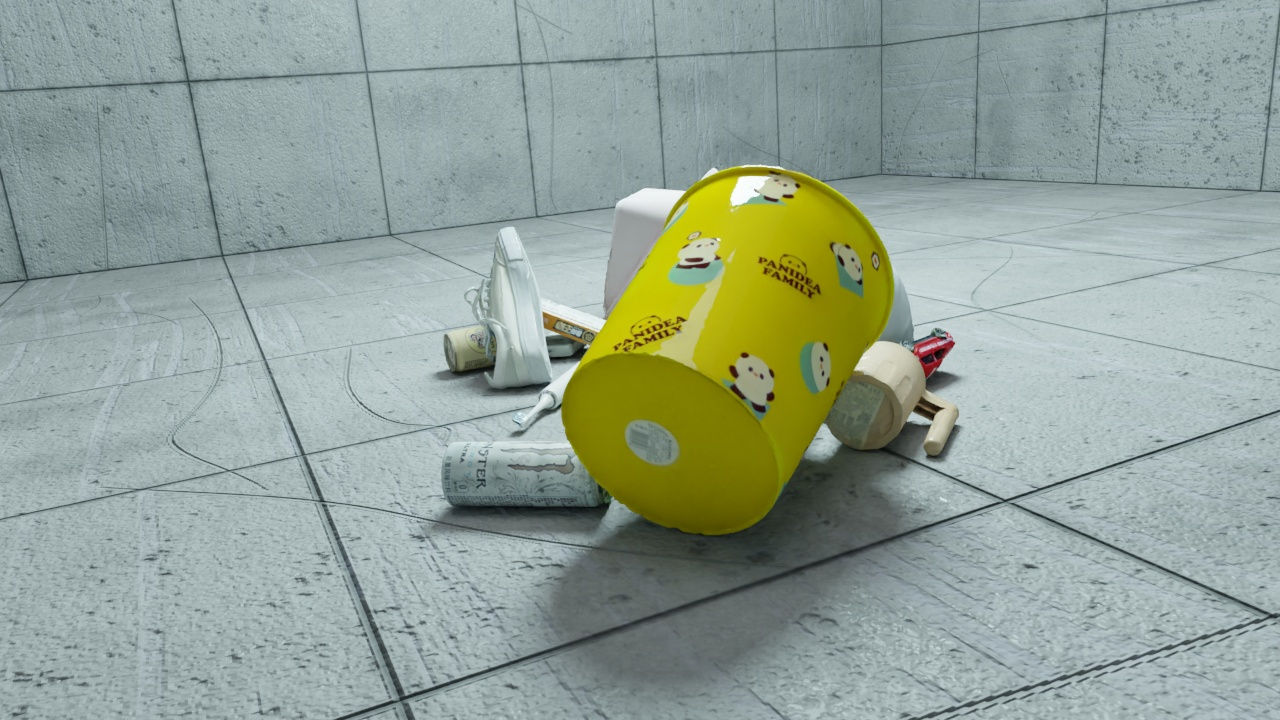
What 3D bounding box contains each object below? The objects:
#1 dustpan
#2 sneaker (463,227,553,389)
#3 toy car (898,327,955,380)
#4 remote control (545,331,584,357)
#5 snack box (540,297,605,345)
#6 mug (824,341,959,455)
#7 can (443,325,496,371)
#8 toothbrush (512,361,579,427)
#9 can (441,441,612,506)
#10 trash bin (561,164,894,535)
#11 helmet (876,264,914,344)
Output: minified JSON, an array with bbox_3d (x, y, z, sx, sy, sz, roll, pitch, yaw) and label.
[{"bbox_3d":[0.037,-0.176,1.463,0.139,0.274,0.222,10,23,12],"label":"dustpan"},{"bbox_3d":[-0.182,-0.068,1.227,0.091,0.242,0.089,-14,-29,2],"label":"sneaker"},{"bbox_3d":[0.326,0.000,1.077,0.120,0.053,0.045,-21,62,-37],"label":"toy car"},{"bbox_3d":[-0.109,-0.032,1.368,0.058,0.021,0.149,-1,16,14],"label":"remote control"},{"bbox_3d":[-0.091,-0.051,1.318,0.154,0.026,0.075,20,16,0],"label":"snack box"},{"bbox_3d":[0.250,0.044,0.912,0.125,0.084,0.103,30,28,16],"label":"mug"},{"bbox_3d":[-0.213,-0.021,1.289,0.116,0.058,0.058,-11,17,-24],"label":"can"},{"bbox_3d":[-0.100,0.039,1.104,0.026,0.027,0.220,22,22,11],"label":"toothbrush"},{"bbox_3d":[-0.100,0.101,0.816,0.147,0.058,0.058,-1,16,11],"label":"can"},{"bbox_3d":[0.072,-0.006,0.782,0.230,0.230,0.254,4,38,28],"label":"trash bin"},{"bbox_3d":[0.213,-0.088,1.150,0.228,0.146,0.258,-16,29,-15],"label":"helmet"}]
